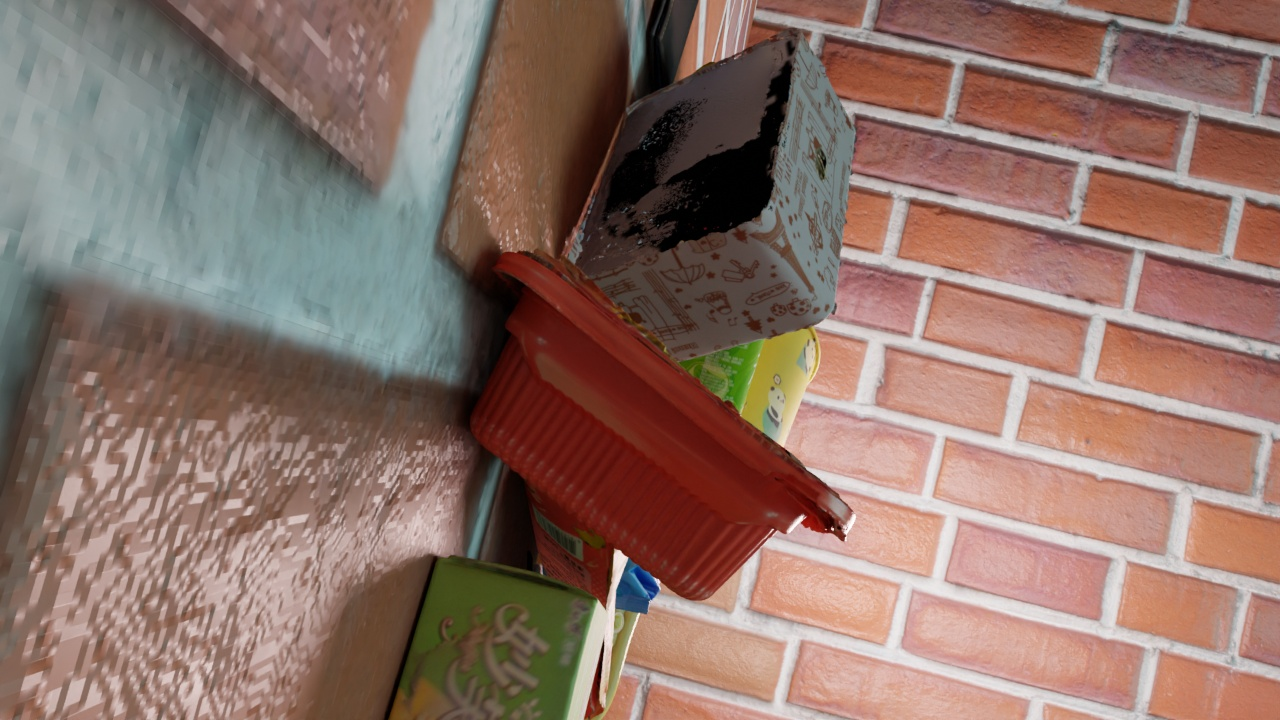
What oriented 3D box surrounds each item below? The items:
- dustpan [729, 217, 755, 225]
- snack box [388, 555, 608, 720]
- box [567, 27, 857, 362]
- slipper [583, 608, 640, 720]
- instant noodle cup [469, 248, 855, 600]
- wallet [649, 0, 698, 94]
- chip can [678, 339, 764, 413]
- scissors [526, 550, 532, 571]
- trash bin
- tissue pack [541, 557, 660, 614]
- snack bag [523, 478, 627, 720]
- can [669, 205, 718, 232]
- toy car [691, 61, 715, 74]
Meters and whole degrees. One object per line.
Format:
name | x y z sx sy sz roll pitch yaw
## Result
dustpan | 0.089 -0.116 0.896 0.222 0.139 0.274 -61 169 -14
snack box | -0.073 0.201 0.404 0.158 0.070 0.209 90 14 -73
box | 0.012 -0.062 0.565 0.275 0.124 0.178 -40 -155 45
slipper | -0.061 0.278 0.934 0.081 0.092 0.190 43 62 -39
instant noodle cup | 0.001 0.034 0.398 0.079 0.164 0.189 -53 174 -3
wallet | 0.028 -0.258 0.650 0.096 0.020 0.122 65 39 -78
chip can | 0.055 0.014 0.742 0.072 0.072 0.221 -53 160 -81
scissors | -0.073 0.220 0.587 0.172 0.019 0.179 -101 -167 -57
trash bin | 0.072 0.065 1.072 0.230 0.230 0.254 99 12 -51
tissue pack | -0.020 0.108 0.693 0.052 0.095 0.157 41 59 -59
snack bag | -0.039 0.119 0.565 0.208 0.073 0.128 98 -24 -45
can | 0.028 -0.099 0.698 0.133 0.053 0.053 125 -14 -49
toy car | 0.031 -0.173 0.672 0.071 0.041 0.156 -39 175 -5
